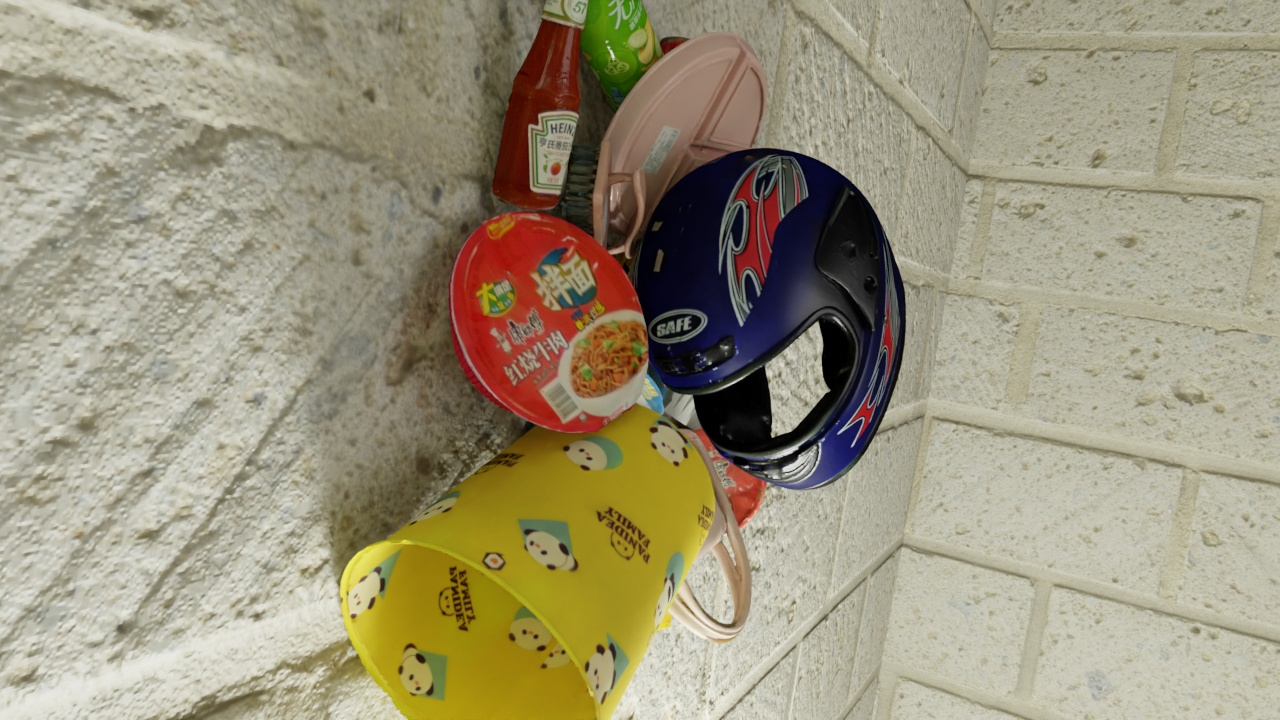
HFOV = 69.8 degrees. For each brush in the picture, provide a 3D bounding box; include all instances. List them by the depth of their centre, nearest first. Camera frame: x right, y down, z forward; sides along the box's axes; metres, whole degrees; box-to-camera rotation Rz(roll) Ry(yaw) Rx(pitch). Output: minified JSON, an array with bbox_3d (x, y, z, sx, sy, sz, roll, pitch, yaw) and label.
[{"bbox_3d":[-0.033,-0.133,0.841,0.146,0.073,0.063,94,2,-67],"label":"brush"}]

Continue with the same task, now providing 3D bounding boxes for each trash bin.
[{"bbox_3d":[-0.072,0.168,0.758,0.254,0.230,0.230,-45,138,-50],"label":"trash bin"}]

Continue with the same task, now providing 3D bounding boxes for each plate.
[{"bbox_3d":[0.046,-0.215,0.921,0.229,0.028,0.230,-35,152,-22],"label":"plate"}]

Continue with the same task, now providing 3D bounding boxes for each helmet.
[{"bbox_3d":[0.109,-0.054,0.887,0.240,0.248,0.314,26,63,-34],"label":"helmet"}]

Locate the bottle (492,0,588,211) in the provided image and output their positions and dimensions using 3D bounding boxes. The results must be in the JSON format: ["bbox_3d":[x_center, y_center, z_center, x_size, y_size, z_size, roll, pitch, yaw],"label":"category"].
[{"bbox_3d":[-0.073,-0.225,0.741,0.059,0.060,0.206,-21,132,-59],"label":"bottle"}]

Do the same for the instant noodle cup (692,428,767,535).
[{"bbox_3d":[0.104,0.157,1.202,0.108,0.138,0.138,19,83,-71],"label":"instant noodle cup"}]

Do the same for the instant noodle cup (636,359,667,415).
[{"bbox_3d":[-0.006,0.006,0.976,0.109,0.099,0.099,-60,148,-48],"label":"instant noodle cup"}]

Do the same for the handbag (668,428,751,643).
[{"bbox_3d":[0.045,0.197,1.004,0.234,0.094,0.192,56,27,9],"label":"handbag"}]

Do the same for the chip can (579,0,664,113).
[{"bbox_3d":[-0.032,-0.309,0.818,0.072,0.073,0.221,-68,151,-20],"label":"chip can"}]

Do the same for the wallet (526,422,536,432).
[{"bbox_3d":[-0.083,0.089,0.934,0.097,0.019,0.121,-62,150,-25],"label":"wallet"}]

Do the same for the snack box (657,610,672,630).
[{"bbox_3d":[0.023,0.280,1.194,0.087,0.034,0.140,21,83,-62],"label":"snack box"}]

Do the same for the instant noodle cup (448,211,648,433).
[{"bbox_3d":[-0.086,-0.024,0.766,0.193,0.066,0.193,18,59,-34],"label":"instant noodle cup"}]

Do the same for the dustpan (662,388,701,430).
[{"bbox_3d":[0.091,-0.058,1.186,0.258,0.142,0.222,-48,159,1],"label":"dustpan"}]

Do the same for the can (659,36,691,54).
[{"bbox_3d":[0.034,-0.270,0.978,0.053,0.053,0.132,11,90,-63],"label":"can"}]

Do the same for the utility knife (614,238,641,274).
[{"bbox_3d":[-0.016,-0.110,0.986,0.171,0.015,0.033,-64,152,-27],"label":"utility knife"}]

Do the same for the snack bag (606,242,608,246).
[{"bbox_3d":[-0.060,-0.080,0.902,0.103,0.026,0.048,-40,123,-51],"label":"snack bag"}]
